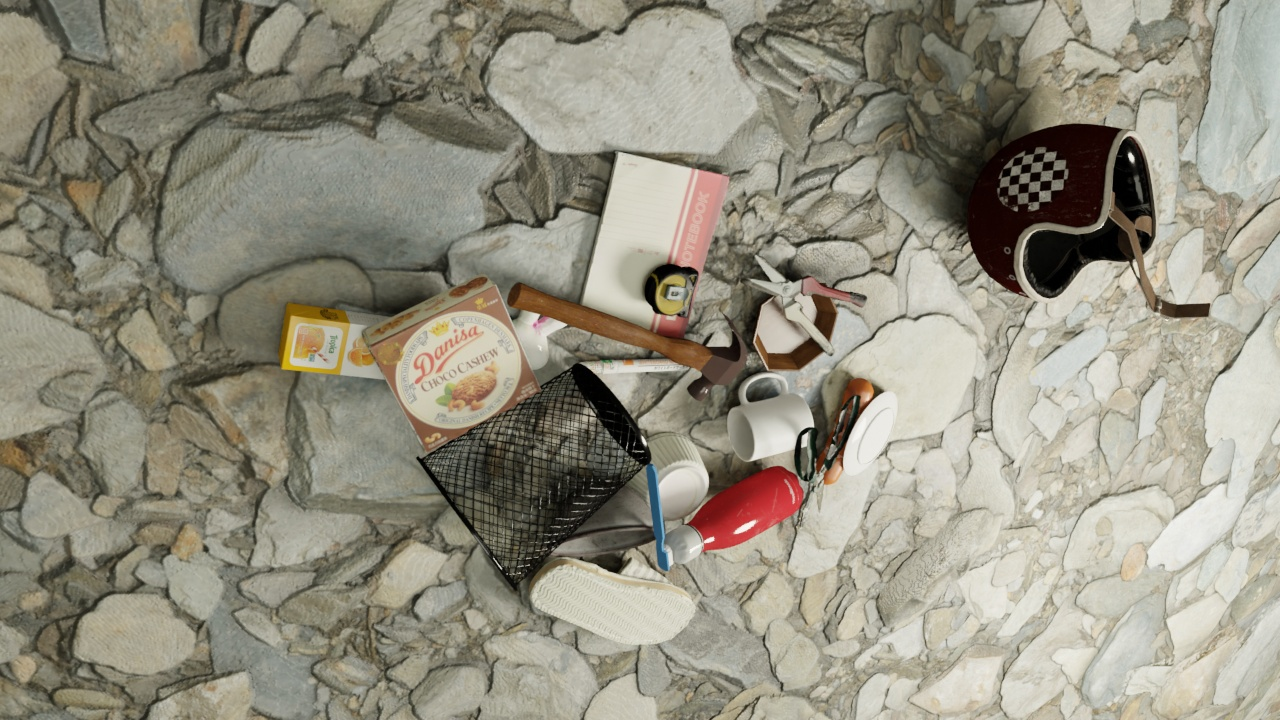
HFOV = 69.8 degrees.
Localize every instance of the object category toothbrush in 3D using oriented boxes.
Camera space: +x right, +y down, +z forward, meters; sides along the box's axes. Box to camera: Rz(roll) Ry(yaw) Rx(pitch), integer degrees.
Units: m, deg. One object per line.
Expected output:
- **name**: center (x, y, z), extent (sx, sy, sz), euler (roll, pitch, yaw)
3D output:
- **toothbrush**: center (0.023, 0.186, 1.086), extent (0.014, 0.016, 0.167), euler (-36, 132, -37)

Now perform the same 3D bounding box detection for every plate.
- **plate**: center (0.335, 0.108, 1.318), extent (0.134, 0.011, 0.135), euler (-29, 134, -36)
- **plate**: center (0.198, -0.047, 1.202), extent (0.131, 0.025, 0.131), euler (-10, 117, -22)

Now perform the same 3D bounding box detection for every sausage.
- **sausage**: center (0.291, 0.102, 1.307), extent (0.044, 0.039, 0.164), euler (6, 110, -39)

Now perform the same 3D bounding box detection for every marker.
- **marker**: center (-0.007, 0.007, 1.132), extent (0.145, 0.017, 0.017), euler (-2, 113, -26)

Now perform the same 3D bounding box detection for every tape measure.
- **tape measure**: center (0.036, -0.082, 1.087), extent (0.061, 0.034, 0.062), euler (2, 111, -26)

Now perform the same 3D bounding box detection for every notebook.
- **notebook**: center (0.014, -0.130, 1.082), extent (0.153, 0.012, 0.209), euler (5, 110, -28)

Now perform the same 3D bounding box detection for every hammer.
- **hammer**: center (-0.007, -0.031, 1.066), extent (0.322, 0.033, 0.116), euler (18, 123, -34)

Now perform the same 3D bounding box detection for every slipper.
- **slipper**: center (-0.037, 0.319, 1.237), extent (0.272, 0.054, 0.114), euler (26, 104, -37)

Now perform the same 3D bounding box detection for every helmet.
- **helmet**: center (0.558, -0.182, 1.179), extent (0.233, 0.254, 0.233), euler (9, 84, -45)

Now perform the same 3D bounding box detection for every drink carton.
- **drink carton**: center (-0.308, -0.018, 0.959), extent (0.122, 0.040, 0.059), euler (7, 109, -29)

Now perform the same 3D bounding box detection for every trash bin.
- **trash bin**: center (-0.112, 0.121, 1.044), extent (0.210, 0.184, 0.184), euler (-37, 123, -14)

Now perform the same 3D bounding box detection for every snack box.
- **snack box**: center (-0.197, 0.003, 0.974), extent (0.143, 0.041, 0.147), euler (-28, 124, -14)

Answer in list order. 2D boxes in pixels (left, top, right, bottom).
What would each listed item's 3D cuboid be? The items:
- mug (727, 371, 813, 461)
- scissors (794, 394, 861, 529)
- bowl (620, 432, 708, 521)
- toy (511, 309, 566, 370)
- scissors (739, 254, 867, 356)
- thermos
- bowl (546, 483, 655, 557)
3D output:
- **mug**: center (0.169, 0.071, 1.222), extent (0.090, 0.074, 0.110), euler (-12, 92, -21)
- **scissors**: center (0.234, 0.141, 1.229), extent (0.179, 0.015, 0.206), euler (4, 107, -56)
- **bowl**: center (0.038, 0.159, 1.196), extent (0.115, 0.062, 0.115), euler (-10, 116, -22)
- **toy**: center (-0.132, -0.024, 1.045), extent (0.122, 0.038, 0.079), euler (-52, 133, 2)
- **scissors**: center (0.214, -0.074, 1.171), extent (0.186, 0.015, 0.179), euler (-21, 120, -15)
- **thermos**: center (0.120, 0.206, 1.205), extent (0.239, 0.073, 0.073), euler (-18, 122, -43)
- **bowl**: center (-0.049, 0.197, 1.147), extent (0.145, 0.067, 0.145), euler (-9, 159, -3)
